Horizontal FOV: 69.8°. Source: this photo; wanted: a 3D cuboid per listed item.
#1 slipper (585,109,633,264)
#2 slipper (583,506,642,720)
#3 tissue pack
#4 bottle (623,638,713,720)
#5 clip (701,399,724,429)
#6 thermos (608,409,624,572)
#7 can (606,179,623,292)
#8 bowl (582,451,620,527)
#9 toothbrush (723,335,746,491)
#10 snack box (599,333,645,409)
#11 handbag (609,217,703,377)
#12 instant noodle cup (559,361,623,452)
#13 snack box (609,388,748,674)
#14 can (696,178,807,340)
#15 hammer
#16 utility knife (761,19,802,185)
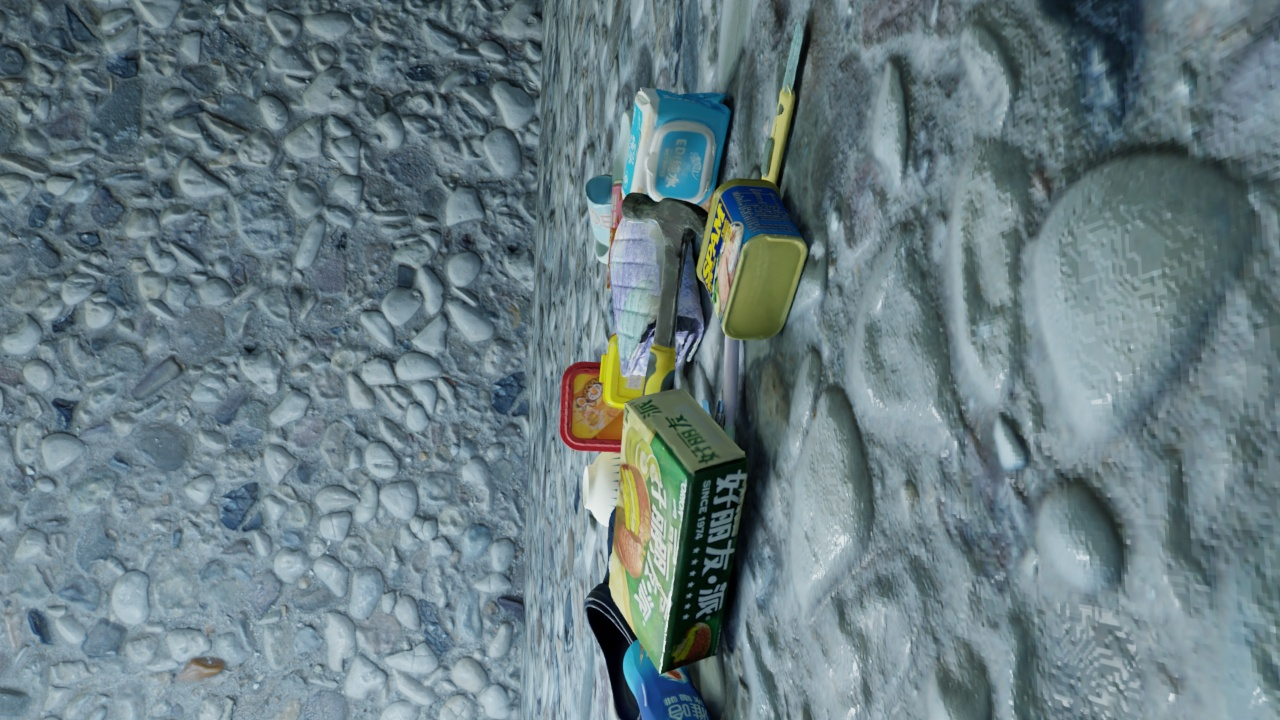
[{"bbox_3d":[-0.040,-0.245,1.326,0.104,0.074,0.246,-102,20,-49],"label":"slipper"},{"bbox_3d":[-0.021,0.283,1.033,0.105,0.095,0.252,-22,68,56],"label":"slipper"},{"bbox_3d":[0.035,-0.200,0.914,0.063,0.090,0.140,-105,22,-58],"label":"tissue pack"},{"bbox_3d":[0.032,0.338,0.867,0.218,0.065,0.065,-130,44,-74],"label":"bottle"},{"bbox_3d":[0.070,0.065,0.865,0.026,0.041,0.058,-171,82,-77],"label":"clip"},{"bbox_3d":[0.006,0.147,0.985,0.067,0.087,0.198,-24,61,56],"label":"thermos"},{"bbox_3d":[-0.012,-0.161,1.208,0.058,0.058,0.147,-155,68,-78],"label":"can"},{"bbox_3d":[-0.043,0.175,1.265,0.116,0.066,0.116,-178,91,-79],"label":"bowl"},{"bbox_3d":[0.082,0.023,0.812,0.029,0.021,0.189,-7,76,40],"label":"toothbrush"},{"bbox_3d":[-0.007,0.006,1.100,0.080,0.082,0.091,-92,8,-74],"label":"snack box"},{"bbox_3d":[0.017,-0.082,1.013,0.134,0.075,0.193,116,153,-52],"label":"handbag"},{"bbox_3d":[-0.046,0.062,1.220,0.123,0.116,0.116,102,170,-88],"label":"instant noodle cup"},{"bbox_3d":[0.029,0.154,0.821,0.114,0.063,0.241,49,142,47],"label":"snack box"},{"bbox_3d":[0.086,-0.078,0.721,0.083,0.057,0.102,-105,20,-49],"label":"can"},{"bbox_3d":[0.021,0.007,0.891,0.126,0.031,0.324,19,109,37],"label":"hammer"},{"bbox_3d":[0.110,-0.171,0.742,0.031,0.021,0.199,-116,35,-55],"label":"utility knife"}]
